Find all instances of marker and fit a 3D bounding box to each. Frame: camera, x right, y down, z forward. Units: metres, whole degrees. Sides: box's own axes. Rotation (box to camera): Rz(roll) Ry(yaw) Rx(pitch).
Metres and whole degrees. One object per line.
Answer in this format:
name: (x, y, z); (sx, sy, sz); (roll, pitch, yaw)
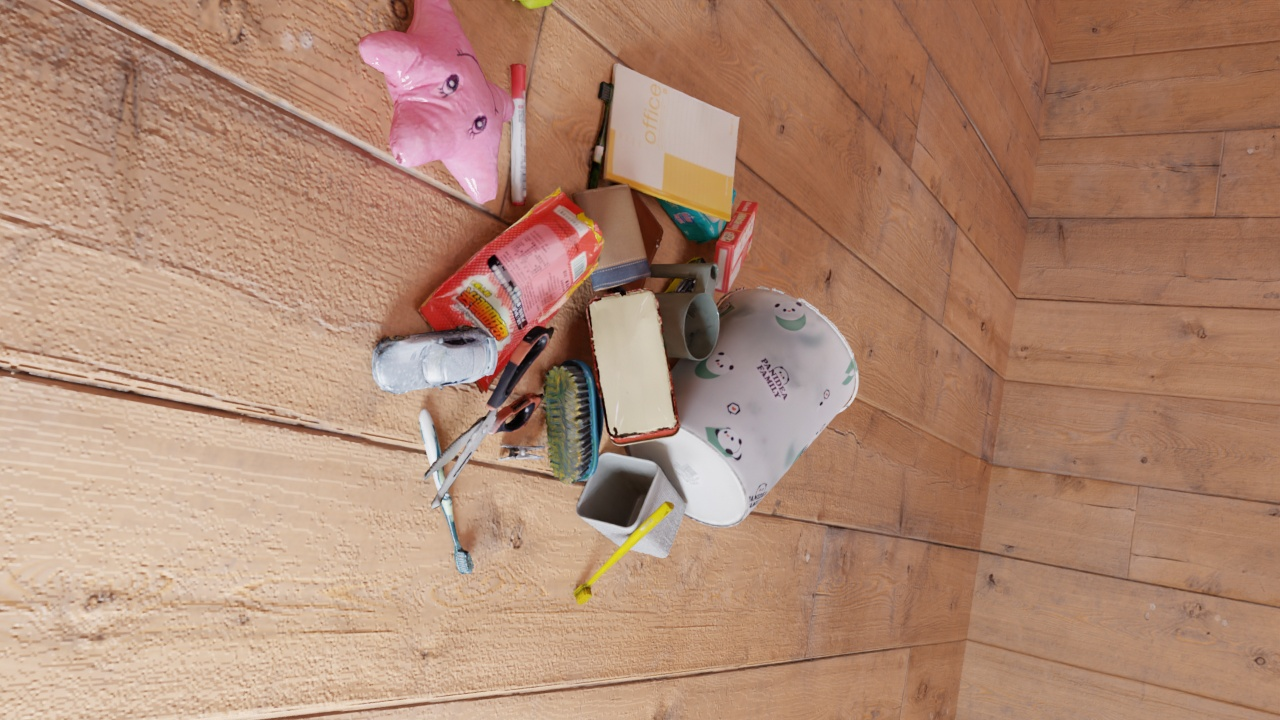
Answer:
marker: (-0.128, -0.236, 0.966); (0.017, 0.017, 0.145); (-10, 103, -54)

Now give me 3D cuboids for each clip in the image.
clip: (-0.131, 0.102, 1.007); (0.057, 0.025, 0.036); (10, 80, -49)

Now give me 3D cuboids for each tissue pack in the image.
tissue pack: (0.073, -0.227, 1.220); (0.133, 0.050, 0.093); (43, 61, -48)

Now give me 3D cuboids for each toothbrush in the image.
toothbrush: (-0.195, 0.136, 0.927); (0.016, 0.018, 0.192); (-34, 122, -48)
toothbrush: (-0.053, -0.236, 1.076); (0.017, 0.012, 0.185); (12, 85, -49)
toothbrush: (-0.021, 0.229, 1.080); (0.015, 0.191, 0.016); (20, 33, -36)

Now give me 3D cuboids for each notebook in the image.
notebook: (0.043, -0.268, 1.145); (0.206, 0.010, 0.145); (12, 80, -38)

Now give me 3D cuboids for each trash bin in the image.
trash bin: (0.125, 0.067, 1.205); (0.251, 0.230, 0.230); (-47, 131, -32)

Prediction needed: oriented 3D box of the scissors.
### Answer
scissors: (-0.147, 0.054, 0.936); (0.189, 0.015, 0.225); (-67, 165, 13)

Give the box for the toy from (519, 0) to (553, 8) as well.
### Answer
toy: (-0.105, -0.407, 0.959); (0.096, 0.031, 0.100); (47, 57, -49)

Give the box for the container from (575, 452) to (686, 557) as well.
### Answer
container: (-0.006, 0.184, 1.142); (0.114, 0.090, 0.090); (53, 54, -48)

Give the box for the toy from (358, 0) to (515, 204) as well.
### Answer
toy: (-0.180, -0.228, 0.841); (0.195, 0.075, 0.178); (59, 41, -40)

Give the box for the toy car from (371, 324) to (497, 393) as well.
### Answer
toy car: (-0.194, 0.000, 0.871); (0.120, 0.037, 0.054); (-9, 114, -34)

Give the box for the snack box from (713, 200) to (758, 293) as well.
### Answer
snack box: (0.132, -0.161, 1.284); (0.152, 0.025, 0.075); (-59, 159, -53)

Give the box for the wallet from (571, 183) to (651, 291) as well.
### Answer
wallet: (-0.034, -0.143, 1.062); (0.090, 0.033, 0.115); (-20, 101, -42)

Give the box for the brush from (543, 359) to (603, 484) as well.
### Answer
brush: (-0.071, 0.068, 1.059); (0.073, 0.055, 0.144); (-19, 109, -56)

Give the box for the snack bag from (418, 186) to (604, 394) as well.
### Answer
snack bag: (-0.127, -0.078, 0.954); (0.207, 0.073, 0.129); (-48, 132, -25)

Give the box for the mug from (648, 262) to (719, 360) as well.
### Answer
mug: (0.039, -0.064, 1.151); (0.083, 0.104, 0.123); (28, 71, -52)

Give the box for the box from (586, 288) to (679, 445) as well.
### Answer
box: (-0.007, 0.006, 1.053); (0.078, 0.091, 0.168); (75, 5, -78)

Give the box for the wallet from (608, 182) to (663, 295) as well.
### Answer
wallet: (-0.020, -0.146, 1.121); (0.101, 0.032, 0.124); (41, 61, -46)

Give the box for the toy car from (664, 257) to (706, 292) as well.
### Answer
toy car: (0.056, -0.094, 1.233); (0.105, 0.032, 0.048); (-54, 136, -22)
